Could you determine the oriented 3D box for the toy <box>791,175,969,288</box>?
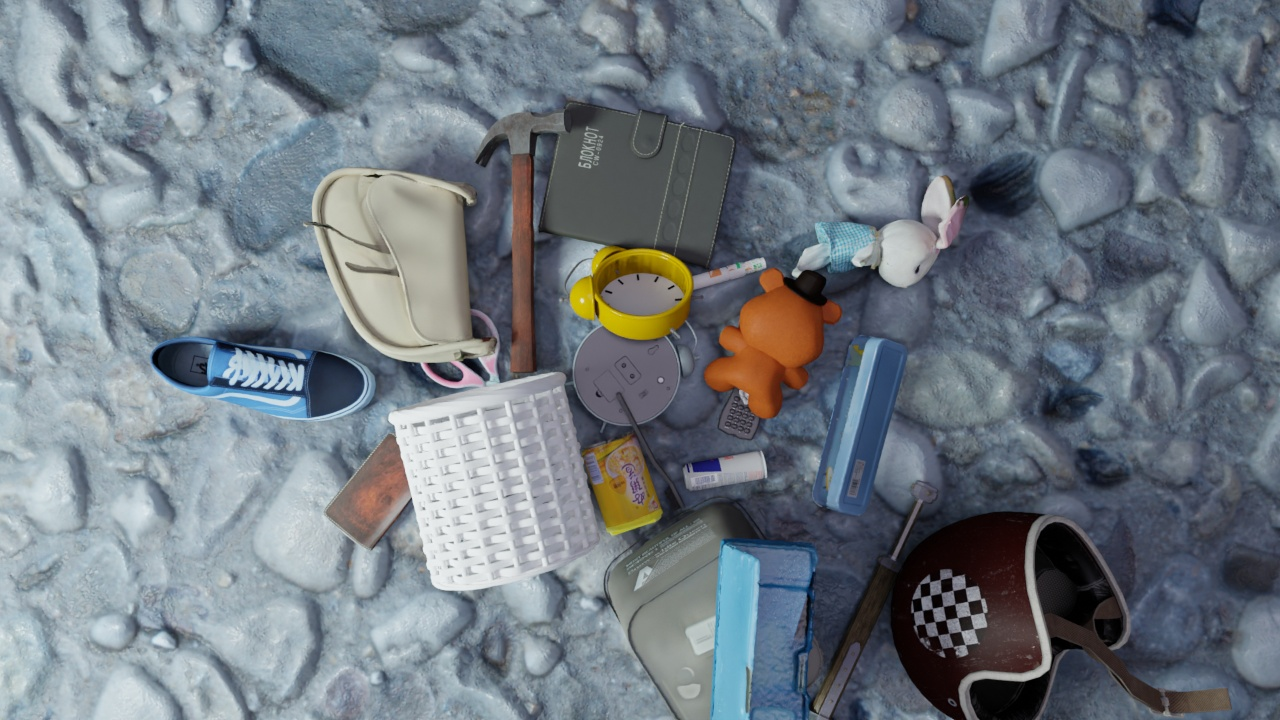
[{"bbox_3d":[0.275,-0.123,1.051,0.205,0.131,0.106,-18,108,10],"label":"toy"}]

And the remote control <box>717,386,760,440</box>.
[{"bbox_3d":[0.130,0.031,1.079,0.046,0.009,0.124,20,87,0],"label":"remote control"}]

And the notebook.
[{"bbox_3d":[-0.002,-0.210,1.081,0.209,0.029,0.169,12,88,-2],"label":"notebook"}]

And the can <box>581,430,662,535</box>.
[{"bbox_3d":[-0.021,0.139,1.043,0.067,0.067,0.105,-19,87,-2],"label":"can"}]

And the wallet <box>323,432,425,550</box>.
[{"bbox_3d":[-0.302,0.151,1.064,0.072,0.019,0.123,39,88,1],"label":"wallet"}]

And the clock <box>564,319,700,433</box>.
[{"bbox_3d":[-0.006,0.006,1.062,0.159,0.045,0.122,-39,88,-3],"label":"clock"}]

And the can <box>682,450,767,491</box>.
[{"bbox_3d":[0.098,0.128,1.063,0.095,0.032,0.032,-10,87,-1],"label":"can"}]

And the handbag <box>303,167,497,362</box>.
[{"bbox_3d":[-0.264,-0.109,1.020,0.184,0.132,0.229,-7,86,-4],"label":"handbag"}]

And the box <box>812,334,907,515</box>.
[{"bbox_3d":[0.252,0.074,1.073,0.069,0.064,0.210,16,89,-36],"label":"box"}]

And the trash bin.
[{"bbox_3d":[0.076,0.272,0.962,0.197,0.220,0.197,-32,88,-2],"label":"trash bin"}]

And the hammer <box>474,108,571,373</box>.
[{"bbox_3d":[-0.136,-0.135,1.062,0.111,0.028,0.300,0,89,16],"label":"hammer"}]

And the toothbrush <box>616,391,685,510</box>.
[{"bbox_3d":[0.011,0.105,1.044,0.013,0.012,0.167,-25,111,4],"label":"toothbrush"}]

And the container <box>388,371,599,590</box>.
[{"bbox_3d":[-0.152,0.123,0.978,0.189,0.189,0.187,-13,93,-1],"label":"container"}]

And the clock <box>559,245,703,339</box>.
[{"bbox_3d":[-0.011,-0.079,1.037,0.152,0.052,0.113,18,50,16],"label":"clock"}]

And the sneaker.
[{"bbox_3d":[-0.428,0.021,1.029,0.241,0.098,0.083,9,87,0],"label":"sneaker"}]

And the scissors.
[{"bbox_3d":[-0.165,0.013,1.075,0.179,0.016,0.108,36,87,1],"label":"scissors"}]

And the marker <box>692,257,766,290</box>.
[{"bbox_3d":[0.077,-0.095,1.080,0.145,0.017,0.017,-16,88,-1],"label":"marker"}]

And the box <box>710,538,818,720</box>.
[{"bbox_3d":[0.110,0.278,0.796,0.094,0.110,0.231,5,87,1],"label":"box"}]

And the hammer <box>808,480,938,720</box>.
[{"bbox_3d":[0.270,0.286,1.061,0.147,0.028,0.316,26,88,-5],"label":"hammer"}]

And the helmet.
[{"bbox_3d":[0.397,0.274,0.955,0.233,0.254,0.233,4,66,-41],"label":"helmet"}]

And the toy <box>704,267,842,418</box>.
[{"bbox_3d":[0.152,-0.023,1.032,0.112,0.096,0.176,33,113,1],"label":"toy"}]
